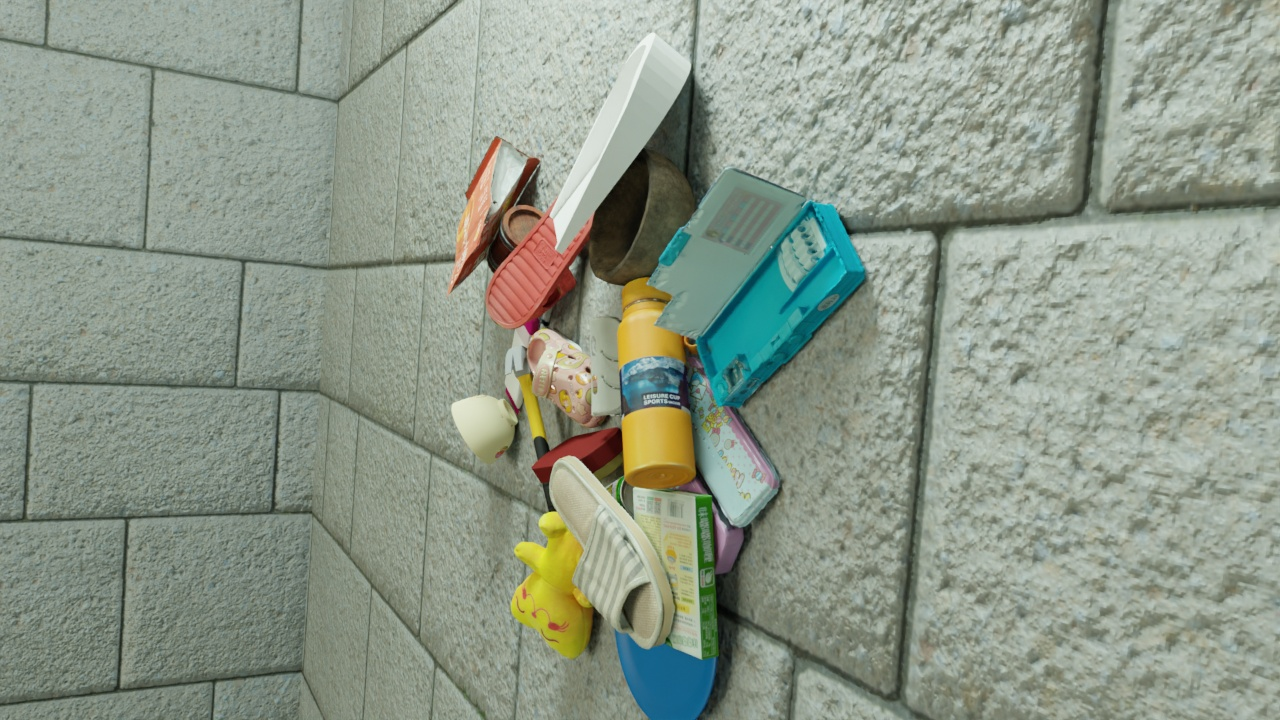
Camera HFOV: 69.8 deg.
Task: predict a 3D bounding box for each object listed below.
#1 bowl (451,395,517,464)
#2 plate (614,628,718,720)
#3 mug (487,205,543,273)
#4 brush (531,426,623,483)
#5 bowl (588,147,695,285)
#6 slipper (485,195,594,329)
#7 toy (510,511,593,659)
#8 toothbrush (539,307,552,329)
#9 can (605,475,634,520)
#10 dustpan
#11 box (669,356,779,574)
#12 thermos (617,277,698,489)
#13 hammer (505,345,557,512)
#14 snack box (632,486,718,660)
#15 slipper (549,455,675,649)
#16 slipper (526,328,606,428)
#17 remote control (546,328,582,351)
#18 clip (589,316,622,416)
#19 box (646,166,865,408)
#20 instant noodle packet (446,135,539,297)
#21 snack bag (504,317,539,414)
[{"bbox_3d":[-0.244,0.101,1.499,0.074,0.118,0.118,-31,48,5],"label":"bowl"},{"bbox_3d":[0.032,0.305,1.058,0.225,0.024,0.224,-9,79,60],"label":"plate"},{"bbox_3d":[-0.185,-0.166,1.443,0.117,0.081,0.111,59,146,9],"label":"mug"},{"bbox_3d":[-0.078,0.134,1.217,0.042,0.082,0.174,58,150,-8],"label":"brush"},{"bbox_3d":[0.005,-0.164,1.082,0.163,0.070,0.162,-40,43,51],"label":"bowl"},{"bbox_3d":[-0.134,-0.142,1.341,0.249,0.059,0.103,-48,67,24],"label":"slipper"},{"bbox_3d":[-0.104,0.293,1.232,0.134,0.087,0.194,30,119,25],"label":"toy"},{"bbox_3d":[-0.126,-0.125,1.388,0.017,0.012,0.187,-112,36,-58],"label":"toothbrush"},{"bbox_3d":[-0.023,0.182,1.124,0.121,0.067,0.067,-38,55,52],"label":"can"},{"bbox_3d":[-0.043,-0.267,1.098,0.258,0.053,0.191,-51,19,12],"label":"dustpan"},{"bbox_3d":[0.067,0.111,1.008,0.152,0.040,0.214,-63,37,29],"label":"box"},{"bbox_3d":[0.022,0.021,1.017,0.076,0.091,0.232,118,152,-59],"label":"thermos"},{"bbox_3d":[-0.143,0.127,1.332,0.127,0.029,0.323,55,-162,-70],"label":"hammer"},{"bbox_3d":[0.036,0.225,0.998,0.132,0.027,0.168,-5,87,60],"label":"snack box"},{"bbox_3d":[-0.047,0.214,1.058,0.272,0.054,0.115,52,130,43],"label":"slipper"},{"bbox_3d":[-0.118,0.026,1.273,0.197,0.081,0.093,39,125,44],"label":"slipper"},{"bbox_3d":[-0.118,-0.014,1.361,0.136,0.013,0.043,32,115,57],"label":"remote control"},{"bbox_3d":[-0.027,0.006,1.138,0.152,0.105,0.126,167,102,-70],"label":"clip"},{"bbox_3d":[0.105,-0.073,0.912,0.168,0.086,0.228,45,135,8],"label":"box"},{"bbox_3d":[-0.253,-0.221,1.457,0.165,0.084,0.220,-45,23,48],"label":"instant noodle packet"},{"bbox_3d":[-0.190,-0.010,1.475,0.070,0.016,0.197,55,138,47],"label":"snack bag"}]
